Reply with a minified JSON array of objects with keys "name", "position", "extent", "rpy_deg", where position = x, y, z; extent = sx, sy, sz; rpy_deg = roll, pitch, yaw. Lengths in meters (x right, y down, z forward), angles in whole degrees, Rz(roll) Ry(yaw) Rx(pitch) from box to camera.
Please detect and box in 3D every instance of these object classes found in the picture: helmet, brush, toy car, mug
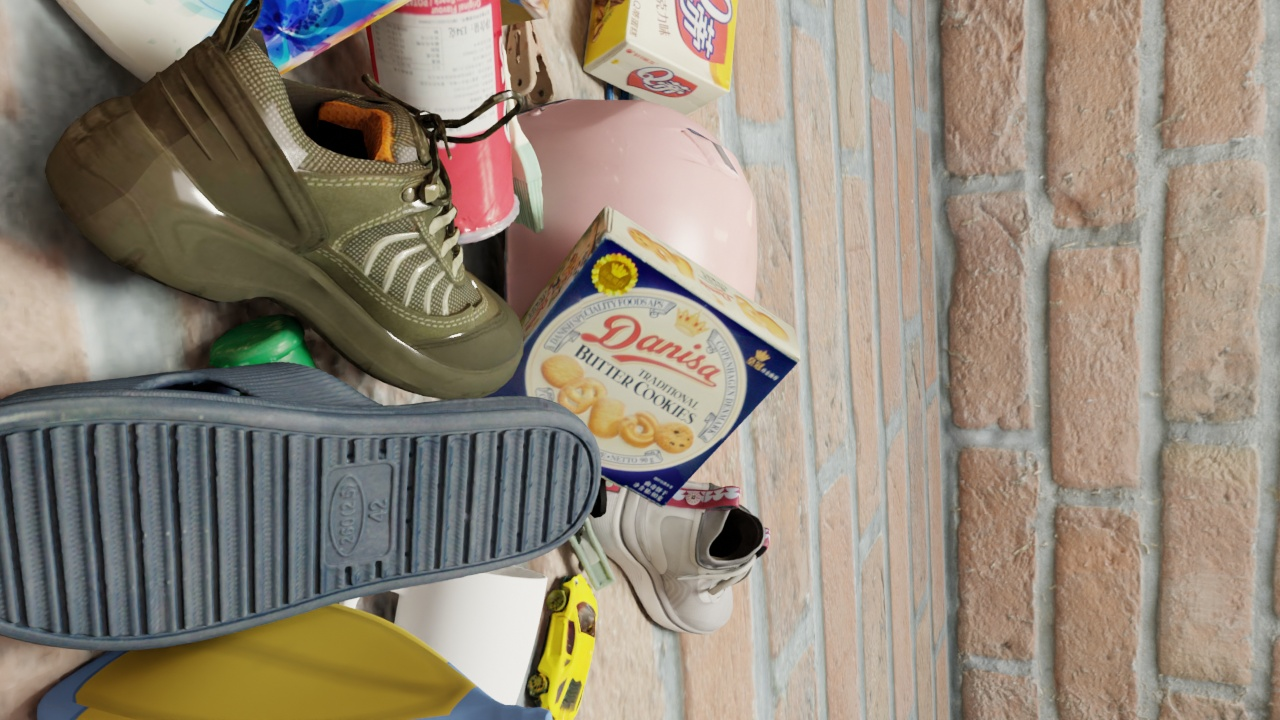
[{"name":"helmet","position":[0.009,-0.082,0.675],"extent":[0.255,0.153,0.230],"rpy_deg":[21,70,-65]},{"name":"brush","position":[-0.081,-0.172,0.502],"extent":[0.012,0.033,0.218],"rpy_deg":[-32,131,-31]},{"name":"toy car","position":[-0.053,0.211,0.676],"extent":[0.049,0.030,0.106],"rpy_deg":[44,49,-54]},{"name":"mug","position":[-0.115,0.156,0.512],"extent":[0.114,0.081,0.087],"rpy_deg":[16,80,-31]}]

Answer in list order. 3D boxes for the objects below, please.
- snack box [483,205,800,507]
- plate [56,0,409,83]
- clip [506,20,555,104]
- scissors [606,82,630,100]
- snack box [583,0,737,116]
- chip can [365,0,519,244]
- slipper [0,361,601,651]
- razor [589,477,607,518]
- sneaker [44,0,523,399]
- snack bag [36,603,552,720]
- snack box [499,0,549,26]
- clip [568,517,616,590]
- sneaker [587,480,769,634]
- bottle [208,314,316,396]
[{"name":"snack box","position":[-0.003,0.003,0.568],"extent":[0.144,0.145,0.042],"rpy_deg":[31,26,-17]},{"name":"plate","position":[-0.154,-0.201,0.336],"extent":[0.016,0.187,0.187],"rpy_deg":[56,-4,46]},{"name":"clip","position":[-0.075,-0.207,0.642],"extent":[0.039,0.024,0.060],"rpy_deg":[21,67,-62]},{"name":"scissors","position":[-0.019,-0.185,0.775],"extent":[0.140,0.013,0.114],"rpy_deg":[-63,143,-39]},{"name":"snack box","position":[0.025,-0.332,0.762],"extent":[0.110,0.062,0.230],"rpy_deg":[15,74,-35]},{"name":"chip can","position":[-0.103,-0.175,0.451],"extent":[0.072,0.073,0.233],"rpy_deg":[-60,159,-46]},{"name":"slipper","position":[-0.146,0.050,0.384],"extent":[0.263,0.082,0.101],"rpy_deg":[0,107,-30]},{"name":"razor","position":[-0.079,0.067,0.600],"extent":[0.156,0.060,0.057],"rpy_deg":[18,30,-47]},{"name":"sneaker","position":[-0.114,-0.078,0.416],"extent":[0.143,0.101,0.237],"rpy_deg":[-47,145,8]},{"name":"snack bag","position":[-0.111,0.186,0.354],"extent":[0.102,0.206,0.159],"rpy_deg":[-33,119,-60]},{"name":"snack box","position":[-0.118,-0.308,0.503],"extent":[0.202,0.069,0.154],"rpy_deg":[34,59,-58]},{"name":"clip","position":[-0.044,0.136,0.703],"extent":[0.078,0.023,0.049],"rpy_deg":[66,-7,-21]},{"name":"sneaker","position":[0.056,0.166,0.789],"extent":[0.263,0.129,0.096],"rpy_deg":[61,39,-48]},{"name":"bottle","position":[-0.164,0.035,0.438],"extent":[0.043,0.043,0.111],"rpy_deg":[-52,136,-52]}]
